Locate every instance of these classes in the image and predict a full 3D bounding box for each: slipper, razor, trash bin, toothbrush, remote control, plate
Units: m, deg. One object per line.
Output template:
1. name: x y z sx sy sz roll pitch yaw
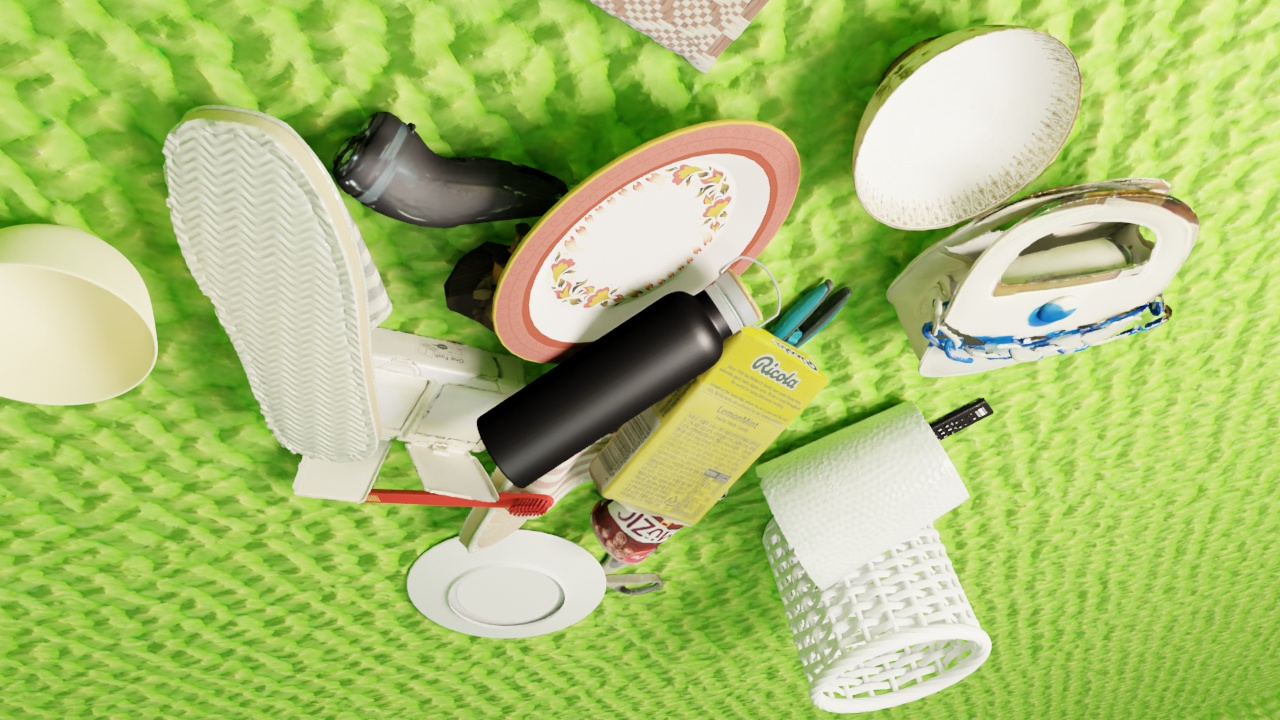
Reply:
1. slipper: -0.219 -0.036 0.582 0.114 0.053 0.273 8 132 9
2. razor: -0.111 -0.113 0.554 0.140 0.053 0.064 0 113 -25
3. trash bin: 0.213 0.122 0.875 0.161 0.133 0.133 -31 139 11
4. toothbrush: -0.167 0.118 0.763 0.213 0.017 0.012 -2 120 25
5. slipper: -0.075 0.099 0.786 0.114 0.052 0.264 -21 158 -47
6. remote control: 0.290 0.079 0.934 0.140 0.009 0.030 -32 138 20
7. plate: 0.004 -0.076 0.611 0.229 0.021 0.230 -26 157 -12
8. plate: -0.140 0.245 0.967 0.208 0.015 0.209 -2 135 -3

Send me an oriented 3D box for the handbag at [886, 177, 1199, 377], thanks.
1. handbag: 0.296 -0.057 0.668 0.200 0.093 0.200 -12 158 -6

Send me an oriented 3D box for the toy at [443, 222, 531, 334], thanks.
1. toy: -0.090 -0.056 0.609 0.076 0.062 0.100 -13 163 -30

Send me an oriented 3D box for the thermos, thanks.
1. thermos: -0.004 0.004 0.652 0.231 0.061 0.061 -33 139 3

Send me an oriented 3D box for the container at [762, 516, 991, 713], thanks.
1. container: 0.245 0.250 0.984 0.189 0.186 0.190 -9 141 -7

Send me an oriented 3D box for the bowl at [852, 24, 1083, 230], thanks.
1. bowl: 0.193 -0.157 0.580 0.145 0.063 0.145 -9 141 -8

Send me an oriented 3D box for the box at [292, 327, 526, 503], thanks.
1. box: -0.182 0.077 0.714 0.143 0.098 0.184 12 133 -30

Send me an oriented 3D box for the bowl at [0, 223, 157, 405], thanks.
1. bowl: -0.348 -0.039 0.544 0.118 0.074 0.118 -9 141 -7

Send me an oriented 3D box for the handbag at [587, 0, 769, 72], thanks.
1. handbag: 0.048 -0.240 0.451 0.124 0.047 0.186 16 133 -43

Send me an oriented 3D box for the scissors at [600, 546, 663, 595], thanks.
1. scissors: -0.039 0.239 1.020 0.170 0.012 0.158 19 128 -35

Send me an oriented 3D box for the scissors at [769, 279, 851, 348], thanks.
1. scissors: 0.121 -0.013 0.766 0.139 0.019 0.136 -12 141 -5

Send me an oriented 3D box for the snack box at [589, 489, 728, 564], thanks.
1. snack box: 0.017 0.132 0.865 0.072 0.072 0.122 23 128 -37

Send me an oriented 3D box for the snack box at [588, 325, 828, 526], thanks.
1. snack box: 0.052 0.051 0.741 0.121 0.045 0.181 24 112 -41
